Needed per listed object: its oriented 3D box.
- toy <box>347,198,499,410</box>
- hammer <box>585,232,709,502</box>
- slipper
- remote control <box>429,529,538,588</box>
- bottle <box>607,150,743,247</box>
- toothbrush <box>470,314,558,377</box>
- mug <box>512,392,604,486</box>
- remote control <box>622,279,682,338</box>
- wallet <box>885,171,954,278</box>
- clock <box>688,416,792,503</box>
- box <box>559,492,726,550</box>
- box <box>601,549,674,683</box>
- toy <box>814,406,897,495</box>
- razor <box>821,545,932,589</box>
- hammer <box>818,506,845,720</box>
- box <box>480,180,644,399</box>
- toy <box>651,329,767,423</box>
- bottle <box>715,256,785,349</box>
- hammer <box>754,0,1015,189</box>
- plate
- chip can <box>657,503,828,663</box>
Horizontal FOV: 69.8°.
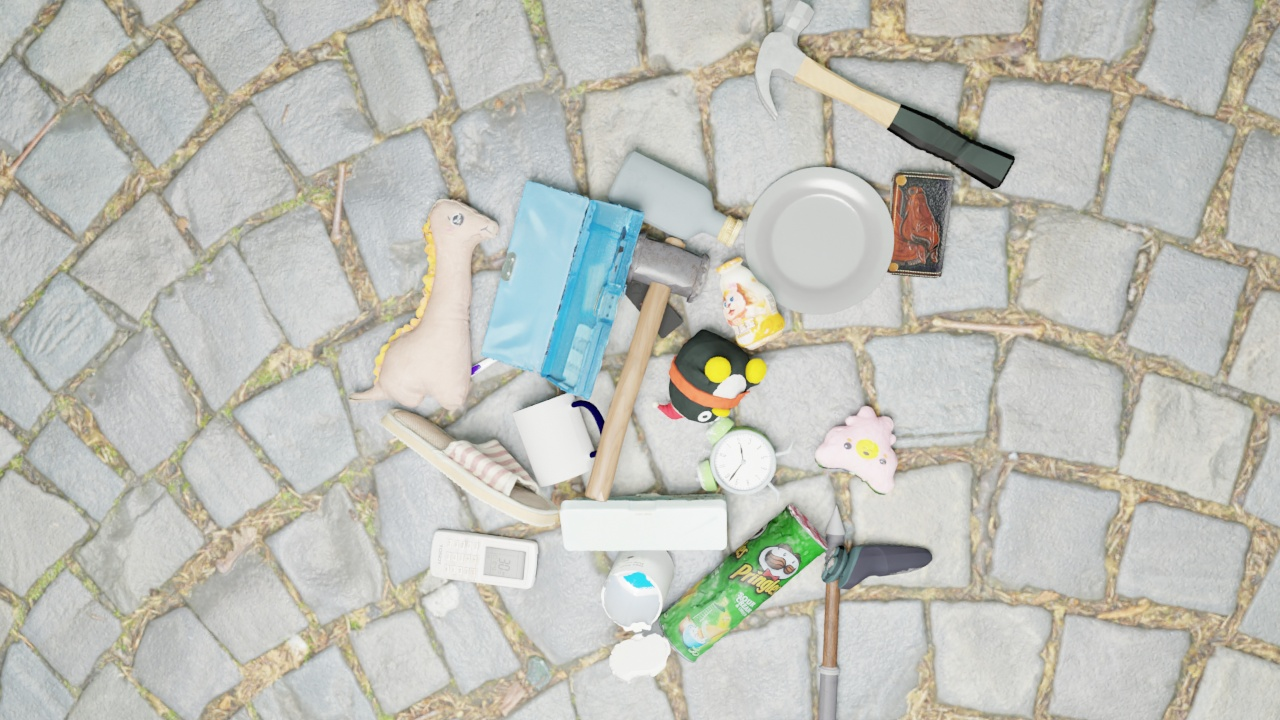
[{"bbox_3d":[-0.271,-0.070,1.144,0.196,0.065,0.264,-1,90,4],"label":"toy"},{"bbox_3d":[-0.006,0.006,1.088,0.098,0.052,0.328,19,79,-4],"label":"hammer"},{"bbox_3d":[-0.203,0.115,1.097,0.263,0.115,0.052,28,93,25],"label":"slipper"},{"bbox_3d":[-0.199,0.252,1.168,0.138,0.025,0.060,6,93,5],"label":"remote control"},{"bbox_3d":[0.046,-0.189,1.118,0.161,0.046,0.072,27,94,3],"label":"bottle"},{"bbox_3d":[-0.165,-0.014,1.159,0.187,0.015,0.016,-31,90,6],"label":"toothbrush"},{"bbox_3d":[-0.090,0.091,1.119,0.112,0.078,0.097,-19,91,29],"label":"mug"},{"bbox_3d":[-0.007,-0.095,1.143,0.034,0.013,0.150,-40,89,5],"label":"remote control"},{"bbox_3d":[0.335,-0.163,1.108,0.072,0.019,0.123,6,93,9],"label":"wallet"},{"bbox_3d":[0.118,0.121,1.127,0.119,0.042,0.094,15,93,4],"label":"clock"},{"bbox_3d":[0.007,0.186,1.120,0.199,0.096,0.086,0,118,6],"label":"box"},{"bbox_3d":[-0.001,0.294,1.090,0.085,0.159,0.118,-6,99,12],"label":"box"},{"bbox_3d":[0.271,0.105,1.110,0.102,0.050,0.093,28,89,0],"label":"toy"},{"bbox_3d":[0.286,0.245,1.104,0.142,0.047,0.052,-1,59,-15],"label":"razor"},{"bbox_3d":[0.234,0.343,1.131,0.156,0.043,0.322,3,90,5],"label":"hammer"},{"bbox_3d":[-0.090,-0.088,1.115,0.173,0.066,0.232,22,100,28],"label":"box"},{"bbox_3d":[0.079,0.028,1.103,0.099,0.097,0.119,50,127,42],"label":"toy"},{"bbox_3d":[0.129,-0.070,1.108,0.063,0.063,0.108,-26,89,5],"label":"bottle"},{"bbox_3d":[0.289,-0.299,1.098,0.328,0.039,0.131,28,96,3],"label":"hammer"},{"bbox_3d":[0.216,-0.145,1.118,0.178,0.012,0.178,0,92,9],"label":"plate"},{"bbox_3d":[0.121,0.272,1.118,0.223,0.075,0.075,-42,89,6],"label":"chip can"}]
